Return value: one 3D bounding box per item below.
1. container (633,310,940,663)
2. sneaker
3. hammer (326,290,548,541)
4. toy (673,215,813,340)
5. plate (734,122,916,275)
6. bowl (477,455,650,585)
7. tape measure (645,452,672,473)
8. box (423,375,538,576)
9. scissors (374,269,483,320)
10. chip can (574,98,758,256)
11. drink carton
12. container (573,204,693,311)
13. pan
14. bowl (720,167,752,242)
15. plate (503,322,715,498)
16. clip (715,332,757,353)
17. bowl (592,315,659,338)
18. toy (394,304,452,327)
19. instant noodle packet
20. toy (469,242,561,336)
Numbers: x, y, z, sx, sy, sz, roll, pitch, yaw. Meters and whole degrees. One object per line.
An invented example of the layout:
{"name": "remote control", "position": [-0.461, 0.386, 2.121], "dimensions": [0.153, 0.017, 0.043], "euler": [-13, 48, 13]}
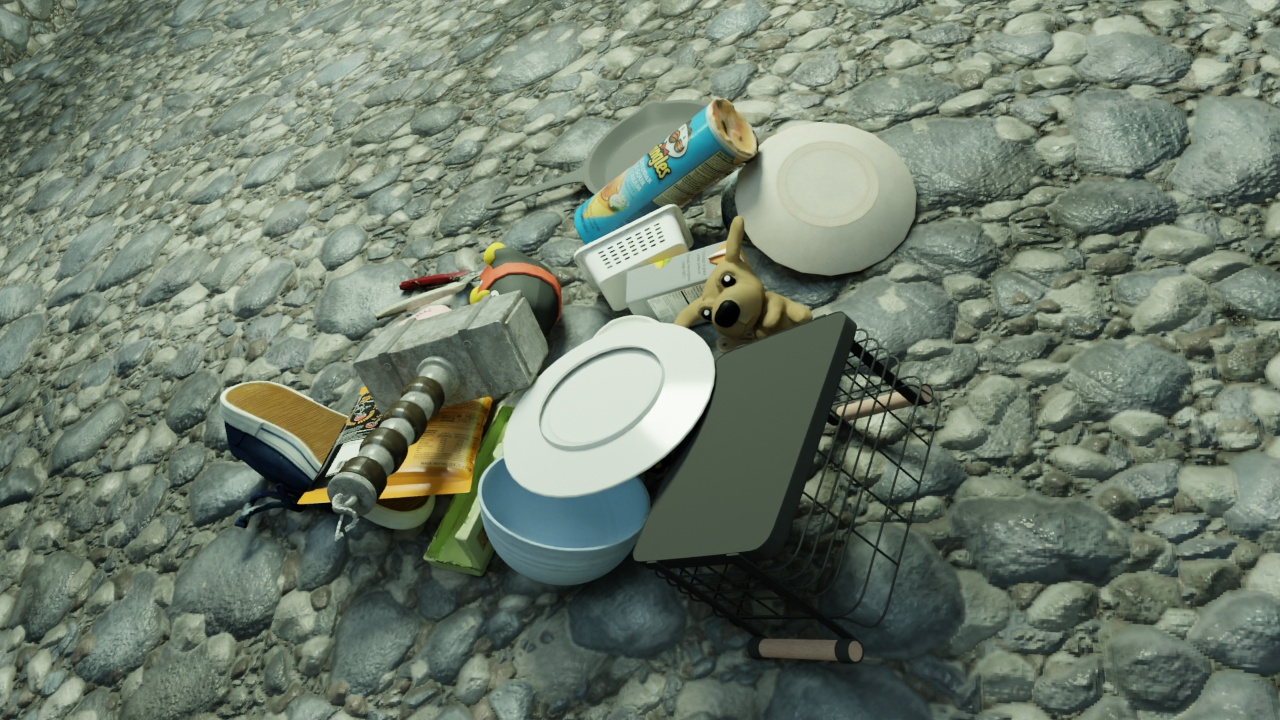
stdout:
{"name": "container", "position": [0.121, 0.095, 0.719], "dimensions": [0.163, 0.130, 0.240], "euler": [-22, 36, 53]}
{"name": "sneaker", "position": [-0.345, 0.132, 0.989], "dimensions": [0.295, 0.127, 0.120], "euler": [22, 27, 26]}
{"name": "hammer", "position": [-0.209, 0.051, 0.822], "dimensions": [0.177, 0.079, 0.325], "euler": [-15, 25, 18]}
{"name": "toy", "position": [0.105, -0.053, 0.878], "dimensions": [0.108, 0.134, 0.105], "euler": [29, 29, -2]}
{"name": "plate", "position": [0.194, -0.178, 0.963], "dimensions": [0.189, 0.027, 0.188], "euler": [-2, 67, 4]}
{"name": "bowl", "position": [-0.071, 0.147, 0.818], "dimensions": [0.150, 0.075, 0.150], "euler": [7, 29, -4]}
{"name": "tape measure", "position": [-0.007, 0.078, 0.870], "dimensions": [0.067, 0.063, 0.038], "euler": [20, 64, 36]}
{"name": "box", "position": [-0.138, 0.117, 0.905], "dimensions": [0.131, 0.064, 0.187], "euler": [-42, 21, 55]}
{"name": "scissors", "position": [-0.245, -0.089, 1.127], "dimensions": [0.199, 0.015, 0.178], "euler": [-2, 25, 34]}
{"name": "chip can", "position": [0.025, -0.199, 1.029], "dimensions": [0.230, 0.079, 0.079], "euler": [-30, 39, 39]}
{"name": "drink carton", "position": [0.054, -0.075, 0.964], "dimensions": [0.125, 0.076, 0.048], "euler": [-16, 47, 19]}
{"name": "container", "position": [0.000, -0.108, 1.017], "dimensions": [0.129, 0.081, 0.049], "euler": [-26, 57, 4]}
{"name": "pan", "position": [-0.037, -0.245, 1.183], "dimensions": [0.355, 0.024, 0.216], "euler": [-15, 48, 14]}
{"name": "bowl", "position": [0.139, -0.194, 1.030], "dimensions": [0.114, 0.061, 0.114], "euler": [-14, 47, 15]}
{"name": "plate", "position": [-0.034, 0.034, 0.815], "dimensions": [0.209, 0.015, 0.208], "euler": [-20, 37, 16]}
{"name": "clip", "position": [0.103, -0.017, 0.913], "dimensions": [0.061, 0.041, 0.024], "euler": [-26, 47, 11]}
{"name": "bowl", "position": [-0.006, 0.005, 0.928], "dimensions": [0.116, 0.066, 0.116], "euler": [-13, 48, 15]}
{"name": "toy", "position": [-0.251, -0.011, 1.077], "dimensions": [0.108, 0.053, 0.105], "euler": [-36, 61, -8]}
{"name": "instant noodle packet", "position": [-0.236, 0.076, 0.943], "dimensions": [0.160, 0.032, 0.220], "euler": [-4, 28, 3]}
{"name": "toy", "position": [-0.135, -0.062, 1.024], "dimensions": [0.119, 0.099, 0.098], "euler": [-106, 35, -55]}
